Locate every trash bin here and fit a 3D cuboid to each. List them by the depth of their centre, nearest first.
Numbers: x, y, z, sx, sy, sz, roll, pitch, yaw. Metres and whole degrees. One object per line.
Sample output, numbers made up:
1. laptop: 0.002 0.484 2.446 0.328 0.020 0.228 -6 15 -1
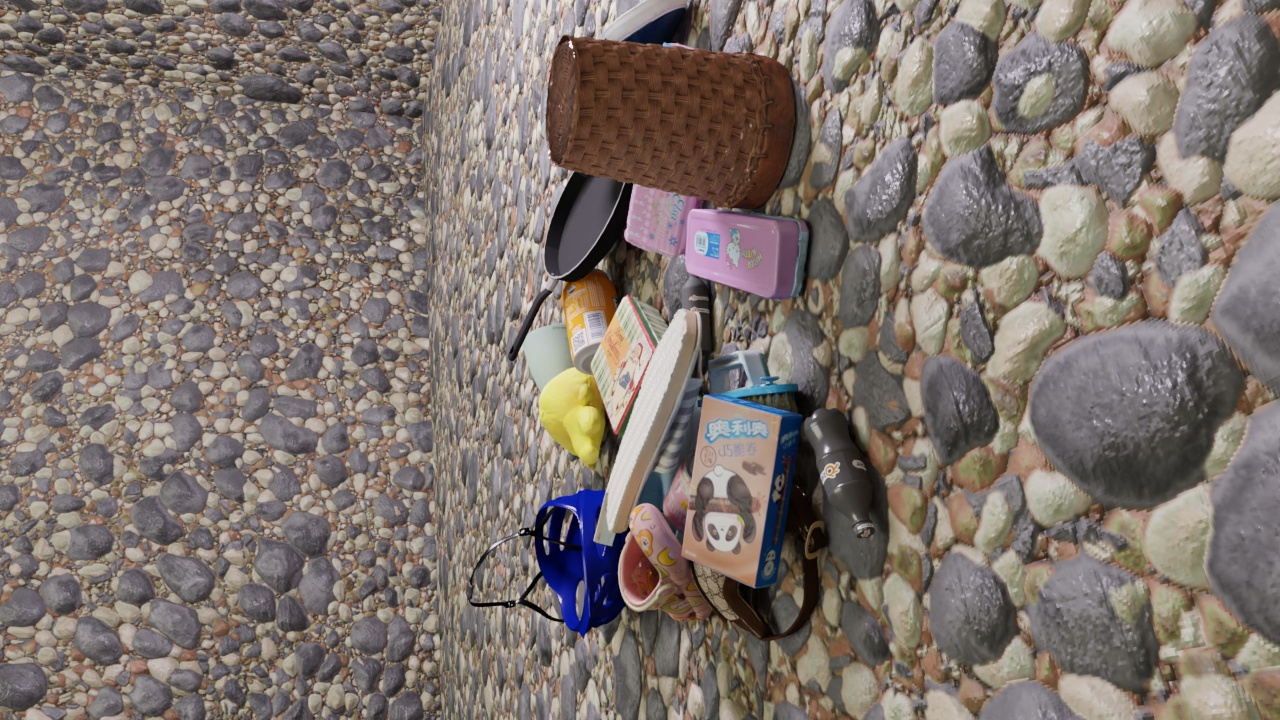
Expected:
1. trash bin: 0.021 -0.229 0.886 0.151 0.210 0.151 -179 91 -70

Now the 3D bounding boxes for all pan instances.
1. pan: -0.096 -0.155 1.281 0.356 0.034 0.225 -64 27 6

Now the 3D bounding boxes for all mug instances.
1. mug: -0.136 0.009 1.491 0.111 0.084 0.104 63 -172 -73

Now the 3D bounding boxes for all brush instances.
1. brush: 0.104 0.028 0.862 0.136 0.055 0.075 160 105 -67

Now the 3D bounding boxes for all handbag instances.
1. handbag: 0.114 0.178 0.842 0.138 0.063 0.167 48 130 38

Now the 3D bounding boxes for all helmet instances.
1. helmet: -0.115 0.254 1.187 0.241 0.227 0.148 -113 32 -55

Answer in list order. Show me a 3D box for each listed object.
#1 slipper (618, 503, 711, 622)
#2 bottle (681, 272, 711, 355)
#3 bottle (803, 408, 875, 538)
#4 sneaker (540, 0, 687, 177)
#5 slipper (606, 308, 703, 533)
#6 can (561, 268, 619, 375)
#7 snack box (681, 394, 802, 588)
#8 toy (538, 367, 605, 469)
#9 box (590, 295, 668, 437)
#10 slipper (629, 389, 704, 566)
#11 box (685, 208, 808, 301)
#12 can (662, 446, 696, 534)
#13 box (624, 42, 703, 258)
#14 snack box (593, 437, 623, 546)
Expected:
1. slipper: 0.013 0.219 0.954 0.093 0.081 0.197 56 173 39
2. bottle: 0.061 -0.063 1.020 0.030 0.030 0.113 149 120 -66
3. bottle: 0.161 0.089 0.732 0.036 0.036 0.109 115 149 -47
4. sneaker: -0.019 -0.333 1.163 0.127 0.120 0.296 54 137 6
5. slipper: 0.017 0.072 0.952 0.114 0.054 0.273 -85 14 -59
6. can: -0.065 -0.054 1.288 0.079 0.079 0.142 117 148 -50
7. snack box: 0.087 0.111 0.799 0.087 0.034 0.151 14 99 44
8. toy: -0.092 0.082 1.335 0.207 0.092 0.134 -142 53 -62
9. box: -0.006 0.006 1.096 0.118 0.050 0.205 -60 20 16
10. slipper: 0.022 0.139 1.049 0.104 0.074 0.246 -117 36 -54
11. box: 0.102 -0.110 0.914 0.214 0.036 0.076 -149 59 -67
12. can: 0.065 0.136 0.945 0.067 0.067 0.076 -108 28 -42
13. box: 0.052 -0.236 1.048 0.085 0.076 0.231 25 117 27
14. snack box: -0.026 0.156 1.161 0.149 0.026 0.082 -73 -3 -61
